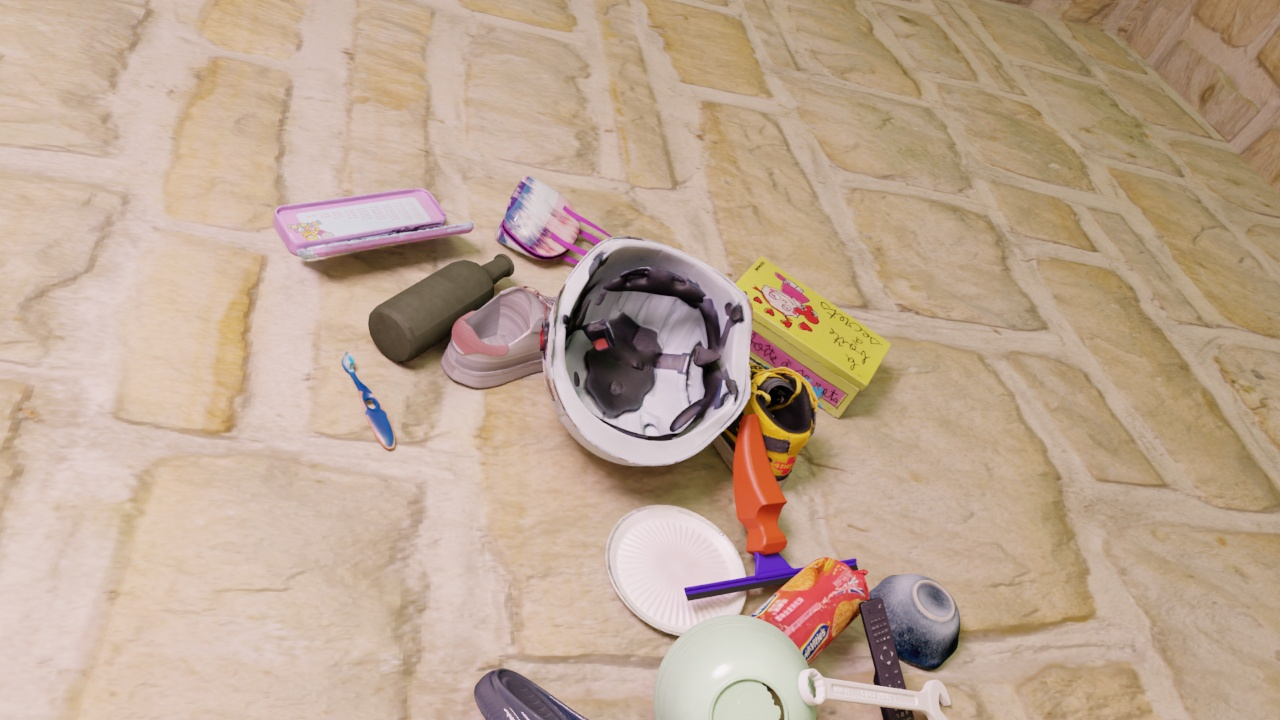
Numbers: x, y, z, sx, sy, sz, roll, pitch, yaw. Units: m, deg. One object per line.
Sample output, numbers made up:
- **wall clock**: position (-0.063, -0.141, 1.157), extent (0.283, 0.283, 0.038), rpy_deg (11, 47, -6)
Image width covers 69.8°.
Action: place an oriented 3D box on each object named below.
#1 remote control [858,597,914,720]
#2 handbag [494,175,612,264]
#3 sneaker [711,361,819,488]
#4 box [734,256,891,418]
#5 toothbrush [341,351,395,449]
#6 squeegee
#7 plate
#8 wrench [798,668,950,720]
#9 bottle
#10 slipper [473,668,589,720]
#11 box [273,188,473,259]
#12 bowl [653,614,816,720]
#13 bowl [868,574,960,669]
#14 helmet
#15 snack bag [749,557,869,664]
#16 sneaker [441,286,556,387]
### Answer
- **remote control**: position (0.246, 0.309, 0.922), extent (0.032, 0.015, 0.136), rpy_deg (-7, 79, -32)
- **handbag**: position (-0.105, -0.176, 1.263), extent (0.170, 0.068, 0.144), rpy_deg (26, 42, -9)
- **sneaker**: position (0.124, 0.033, 1.109), extent (0.085, 0.122, 0.238), rpy_deg (-9, 53, -33)
- **box**: position (0.218, -0.033, 1.250), extent (0.221, 0.082, 0.124), rpy_deg (35, 43, 12)
- **toothbrush**: position (-0.293, 0.041, 0.984), extent (0.021, 0.017, 0.135), rpy_deg (-15, 55, -33)
- **squeegee**: position (0.130, 0.151, 1.004), extent (0.249, 0.055, 0.184), rpy_deg (1, 79, -35)
- **plate**: position (0.037, 0.219, 0.961), extent (0.157, 0.014, 0.156), rpy_deg (13, 43, -13)
- **wrench**: position (0.229, 0.317, 0.866), extent (0.273, 0.009, 0.047), rpy_deg (25, 50, -42)
- **bottle**: position (-0.226, -0.074, 1.090), extent (0.071, 0.072, 0.206), rpy_deg (36, 43, 12)
- **slipper**: position (-0.021, 0.333, 0.742), extent (0.268, 0.110, 0.083), rpy_deg (39, 87, 23)
- **box**: position (-0.331, -0.165, 1.147), extent (0.213, 0.051, 0.149), rpy_deg (-17, 34, -36)
- **bowl**: position (0.088, 0.303, 0.801), extent (0.151, 0.077, 0.150), rpy_deg (1, 81, -3)
- **bowl**: position (0.307, 0.274, 1.002), extent (0.110, 0.055, 0.110), rpy_deg (12, 44, -12)
- **helmet**: position (-0.006, 0.006, 1.041), extent (0.236, 0.164, 0.263), rpy_deg (17, 66, -12)
- **snack bag**: position (0.162, 0.266, 0.929), extent (0.175, 0.083, 0.082), rpy_deg (-26, 62, -41)
- **sneaker**: position (-0.126, -0.047, 1.096), extent (0.235, 0.090, 0.099), rpy_deg (-26, 62, -40)
